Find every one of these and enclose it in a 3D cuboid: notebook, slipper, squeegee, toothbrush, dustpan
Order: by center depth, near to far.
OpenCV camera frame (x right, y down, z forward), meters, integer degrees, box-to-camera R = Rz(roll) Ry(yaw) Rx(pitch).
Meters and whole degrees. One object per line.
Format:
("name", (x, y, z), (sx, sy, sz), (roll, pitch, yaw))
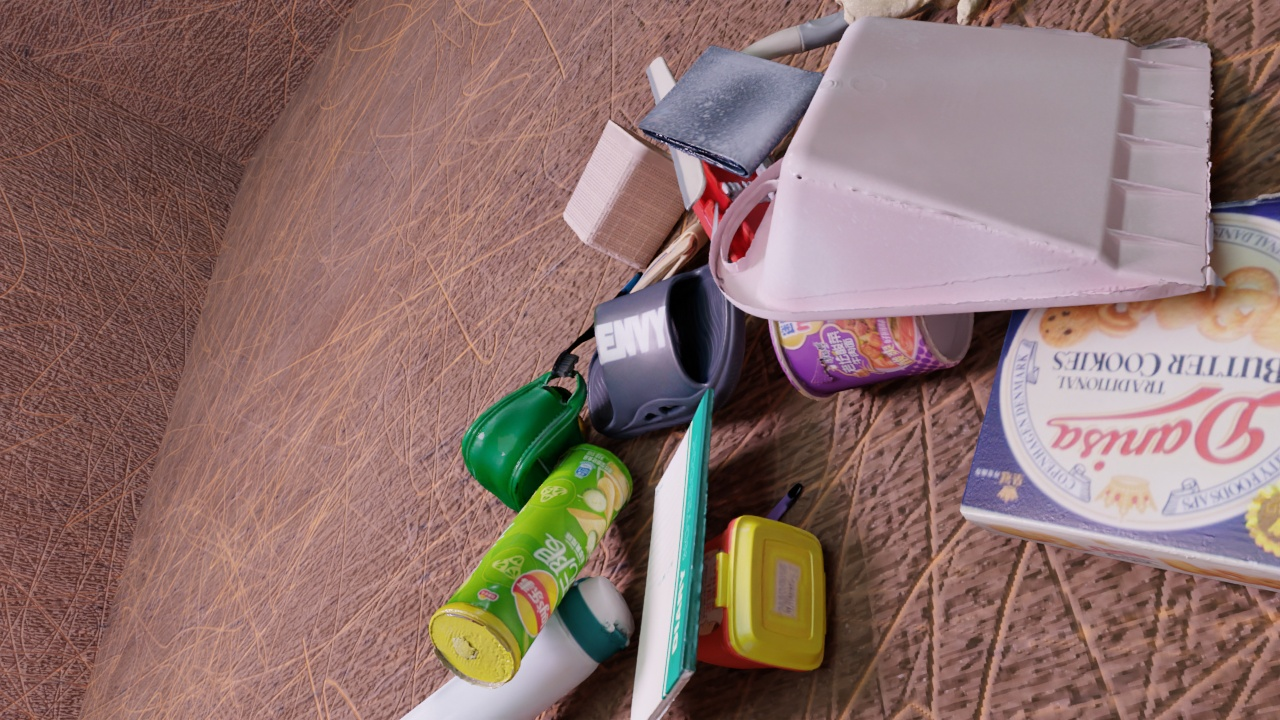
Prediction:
("dustpan", (0.180, -0.100, 0.557), (0.273, 0.139, 0.221), (18, 52, 17))
("notebook", (0.024, 0.144, 0.646), (0.151, 0.012, 0.208), (110, 171, -50))
("toothbrush", (0.057, 0.159, 0.674), (0.189, 0.016, 0.014), (-53, 32, 15))
("squeegee", (0.123, -0.249, 0.738), (0.247, 0.039, 0.246), (-23, 41, 12))
("slipper", (-0.004, 0.004, 0.741), (0.269, 0.083, 0.110), (145, 122, -59))
("toothbrush", (-0.034, -0.037, 0.846), (0.016, 0.014, 0.189), (14, 37, 19))

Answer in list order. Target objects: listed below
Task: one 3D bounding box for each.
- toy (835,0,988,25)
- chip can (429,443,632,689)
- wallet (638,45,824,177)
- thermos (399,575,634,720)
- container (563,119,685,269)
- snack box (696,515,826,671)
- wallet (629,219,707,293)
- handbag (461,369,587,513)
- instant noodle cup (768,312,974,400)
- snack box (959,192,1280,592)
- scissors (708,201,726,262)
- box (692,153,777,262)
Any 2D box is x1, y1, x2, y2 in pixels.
("toy", (0.220, -0.291, 0.673), (0.157, 0.066, 0.105), (-16, 47, 23))
("chip can", (-0.077, 0.150, 0.722), (0.073, 0.072, 0.220), (-35, 10, 37))
("wallet", (0.068, -0.192, 0.694), (0.121, 0.019, 0.097), (32, 76, 38))
("thermos", (-0.105, 0.257, 0.730), (0.224, 0.073, 0.073), (-38, 37, 1))
("container", (-0.012, -0.162, 0.911), (0.111, 0.090, 0.090), (-58, 34, 15))
("snack box", (0.071, 0.156, 0.602), (0.080, 0.082, 0.091), (-35, 42, 51))
("wallet", (0.027, -0.087, 0.823), (0.087, 0.024, 0.115), (-47, 4, 22))
("handbag", (-0.096, 0.072, 0.830), (0.068, 0.131, 0.120), (35, 66, 17))
("instant noodle cup", (0.152, -0.033, 0.594), (0.099, 0.111, 0.111), (-8, 62, 44))
("snack box", (0.269, 0.011, 0.455), (0.178, 0.045, 0.182), (3, 71, 55))
("scissors", (0.053, -0.047, 0.742), (0.128, 0.012, 0.173), (-175, 79, -70))
("box", (0.101, -0.135, 0.733), (0.201, 0.094, 0.092), (-112, 17, -49))
